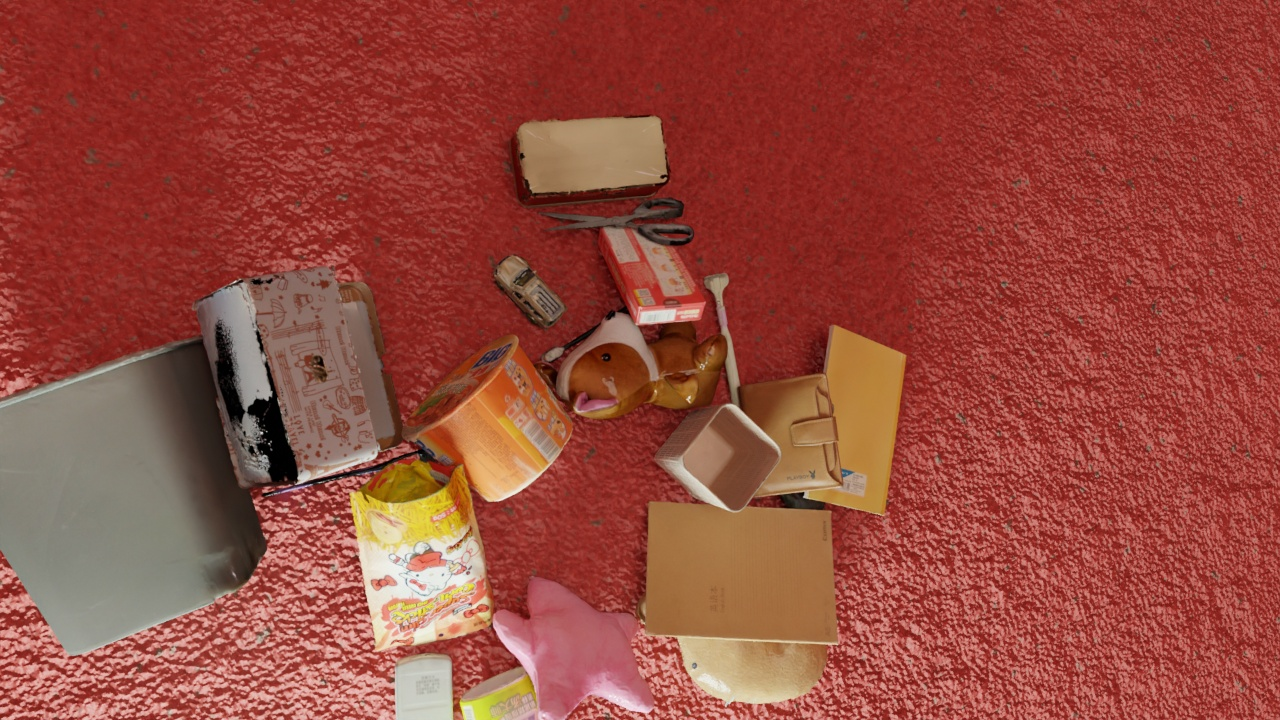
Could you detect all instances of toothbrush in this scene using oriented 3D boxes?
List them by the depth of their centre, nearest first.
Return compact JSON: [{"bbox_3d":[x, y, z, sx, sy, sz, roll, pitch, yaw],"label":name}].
[{"bbox_3d":[-0.291,0.117,0.946,0.188,0.014,0.017,-13,103,-18],"label":"toothbrush"},{"bbox_3d":[-0.035,-0.044,1.040,0.180,0.018,0.015,-32,93,-19],"label":"toothbrush"},{"bbox_3d":[0.105,-0.008,1.082,0.029,0.020,0.189,-10,90,12],"label":"toothbrush"}]

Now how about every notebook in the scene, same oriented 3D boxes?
[{"bbox_3d":[0.112,0.234,1.018,0.211,0.012,0.149,4,64,-3],"label":"notebook"},{"bbox_3d":[0.262,0.074,1.104,0.145,0.010,0.206,17,79,-36],"label":"notebook"}]

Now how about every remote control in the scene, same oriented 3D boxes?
[{"bbox_3d":[-0.222,0.379,0.945,0.058,0.021,0.150,0,87,-18],"label":"remote control"}]

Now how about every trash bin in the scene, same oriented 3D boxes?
[{"bbox_3d":[-0.450,0.110,0.805,0.199,0.199,0.220,-21,100,-10],"label":"trash bin"}]

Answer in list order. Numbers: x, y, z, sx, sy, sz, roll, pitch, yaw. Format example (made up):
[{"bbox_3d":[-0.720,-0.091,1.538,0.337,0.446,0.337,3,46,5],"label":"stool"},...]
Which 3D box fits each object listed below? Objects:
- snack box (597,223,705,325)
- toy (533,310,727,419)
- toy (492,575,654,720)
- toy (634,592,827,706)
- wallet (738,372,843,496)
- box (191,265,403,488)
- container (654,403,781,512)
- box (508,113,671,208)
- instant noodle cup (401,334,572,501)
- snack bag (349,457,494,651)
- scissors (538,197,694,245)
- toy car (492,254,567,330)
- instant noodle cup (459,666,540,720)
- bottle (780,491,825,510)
[{"bbox_3d":[0.009,-0.097,1.000,0.075,0.152,0.026,-6,133,-19],"label":"snack box"},{"bbox_3d":[-0.006,0.006,0.986,0.199,0.140,0.130,-14,109,-22],"label":"toy"},{"bbox_3d":[-0.066,0.292,0.954,0.194,0.178,0.075,12,124,-46],"label":"toy"},{"bbox_3d":[0.106,0.314,1.032,0.226,0.083,0.143,7,69,-15],"label":"toy"},{"bbox_3d":[0.171,0.085,1.043,0.108,0.031,0.131,-10,84,23],"label":"wallet"},{"bbox_3d":[-0.281,0.009,0.838,0.204,0.158,0.181,-13,91,-50],"label":"box"},{"bbox_3d":[0.079,0.106,1.016,0.090,0.111,0.090,43,75,-11],"label":"container"},{"bbox_3d":[-0.054,-0.224,1.010,0.168,0.077,0.091,-8,89,-17],"label":"box"},{"bbox_3d":[-0.148,0.064,0.932,0.151,0.151,0.111,-45,108,-16],"label":"instant noodle cup"},{"bbox_3d":[-0.214,0.199,0.907,0.128,0.073,0.208,-13,121,-19],"label":"snack bag"},{"bbox_3d":[-0.020,-0.155,1.029,0.165,0.014,0.162,31,45,24],"label":"scissors"},{"bbox_3d":[-0.121,-0.077,1.004,0.090,0.035,0.042,46,73,-8],"label":"toy car"},{"bbox_3d":[-0.126,0.385,0.937,0.111,0.112,0.123,-19,84,-19],"label":"instant noodle cup"},{"bbox_3d":[0.194,0.145,1.087,0.079,0.044,0.195,1,87,-25],"label":"bottle"}]
